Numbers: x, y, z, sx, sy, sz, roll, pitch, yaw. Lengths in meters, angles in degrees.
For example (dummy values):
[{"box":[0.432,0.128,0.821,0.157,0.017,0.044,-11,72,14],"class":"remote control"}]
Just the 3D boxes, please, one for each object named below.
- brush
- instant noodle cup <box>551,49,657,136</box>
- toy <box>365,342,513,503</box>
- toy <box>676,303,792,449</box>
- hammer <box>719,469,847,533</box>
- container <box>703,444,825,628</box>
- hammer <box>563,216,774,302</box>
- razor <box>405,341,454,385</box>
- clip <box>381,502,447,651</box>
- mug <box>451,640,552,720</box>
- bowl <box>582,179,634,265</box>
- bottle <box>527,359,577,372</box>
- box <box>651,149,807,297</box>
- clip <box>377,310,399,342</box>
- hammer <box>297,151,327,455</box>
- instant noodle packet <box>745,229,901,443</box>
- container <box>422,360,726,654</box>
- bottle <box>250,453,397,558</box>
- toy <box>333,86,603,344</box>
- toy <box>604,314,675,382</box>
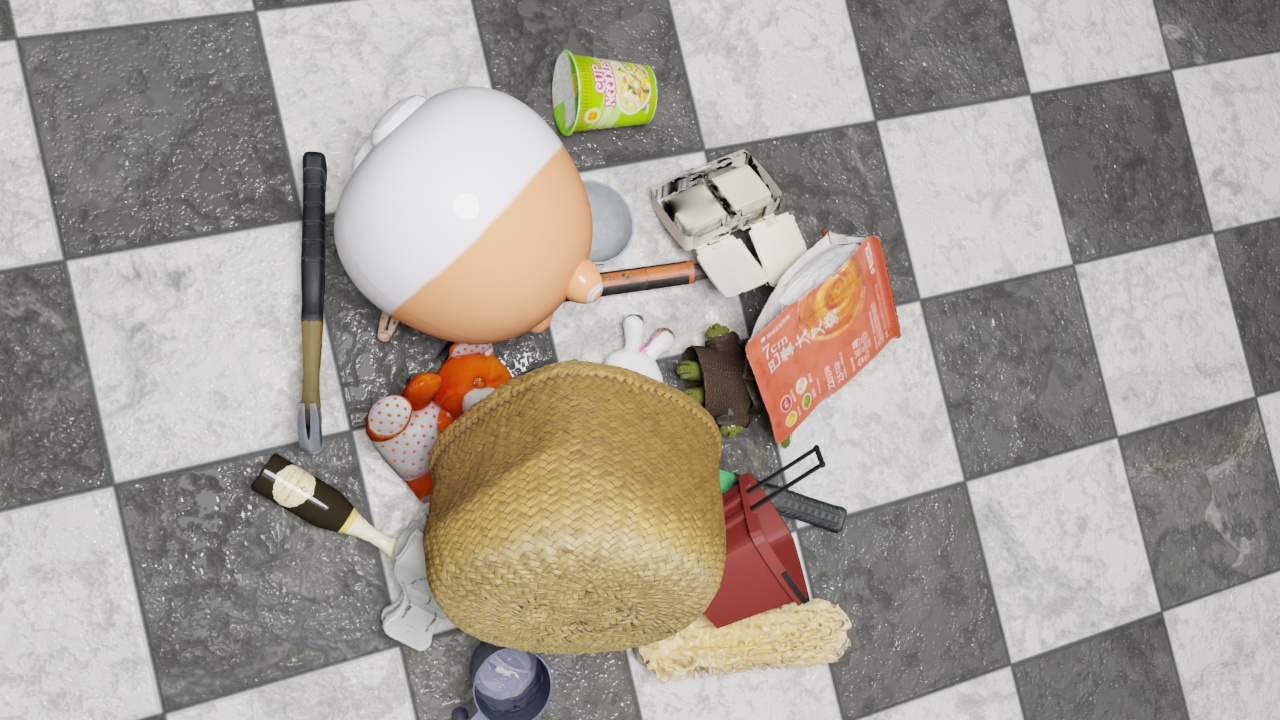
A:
[{"box":[0.124,0.332,1.107,0.271,0.057,0.083,0,84,-14],"class":"brush"},{"box":[-0.041,-0.323,1.110,0.107,0.099,0.099,-6,86,-22],"class":"instant noodle cup"},{"box":[-0.210,0.065,1.030,0.172,0.093,0.164,-41,126,-18],"class":"toy"},{"box":[0.119,0.023,1.122,0.152,0.078,0.179,-6,84,-15],"class":"toy"},{"box":[0.109,0.151,1.134,0.318,0.032,0.130,20,80,-12],"class":"hammer"},{"box":[0.147,0.199,1.047,0.201,0.148,0.127,-30,111,13],"class":"container"},{"box":[0.044,-0.094,1.123,0.314,0.035,0.137,-9,64,-10],"class":"hammer"},{"box":[-0.218,-0.021,1.074,0.043,0.022,0.144,34,78,-10],"class":"razor"},{"box":[-0.222,0.249,1.011,0.126,0.096,0.152,36,74,-20],"class":"clip"},{"box":[-0.160,0.363,1.011,0.084,0.104,0.123,44,77,-7],"class":"mug"},{"box":[-0.063,-0.162,1.111,0.106,0.039,0.106,3,78,-17],"class":"bowl"},{"box":[-0.089,0.069,1.076,0.061,0.061,0.131,-13,88,-17],"class":"bottle"},{"box":[0.113,-0.164,1.127,0.143,0.050,0.183,-24,63,-13],"class":"box"},{"box":[-0.285,-0.051,1.051,0.024,0.041,0.060,17,76,-10],"class":"clip"},{"box":[-0.360,-0.067,1.008,0.025,0.118,0.332,0,80,-16],"class":"hammer"},{"box":[0.209,-0.025,1.084,0.220,0.084,0.164,-47,133,-27],"class":"instant noodle packet"},{"box":[-0.059,0.170,0.933,0.306,0.308,0.196,4,52,-13],"class":"container"},{"box":[-0.337,0.170,1.017,0.184,0.045,0.045,36,78,-15],"class":"bottle"},{"box":[-0.174,-0.145,0.976,0.280,0.264,0.265,43,57,-16],"class":"toy"},{"box":[-0.007,0.007,1.115,0.079,0.038,0.122,28,79,-22],"class":"toy"}]
